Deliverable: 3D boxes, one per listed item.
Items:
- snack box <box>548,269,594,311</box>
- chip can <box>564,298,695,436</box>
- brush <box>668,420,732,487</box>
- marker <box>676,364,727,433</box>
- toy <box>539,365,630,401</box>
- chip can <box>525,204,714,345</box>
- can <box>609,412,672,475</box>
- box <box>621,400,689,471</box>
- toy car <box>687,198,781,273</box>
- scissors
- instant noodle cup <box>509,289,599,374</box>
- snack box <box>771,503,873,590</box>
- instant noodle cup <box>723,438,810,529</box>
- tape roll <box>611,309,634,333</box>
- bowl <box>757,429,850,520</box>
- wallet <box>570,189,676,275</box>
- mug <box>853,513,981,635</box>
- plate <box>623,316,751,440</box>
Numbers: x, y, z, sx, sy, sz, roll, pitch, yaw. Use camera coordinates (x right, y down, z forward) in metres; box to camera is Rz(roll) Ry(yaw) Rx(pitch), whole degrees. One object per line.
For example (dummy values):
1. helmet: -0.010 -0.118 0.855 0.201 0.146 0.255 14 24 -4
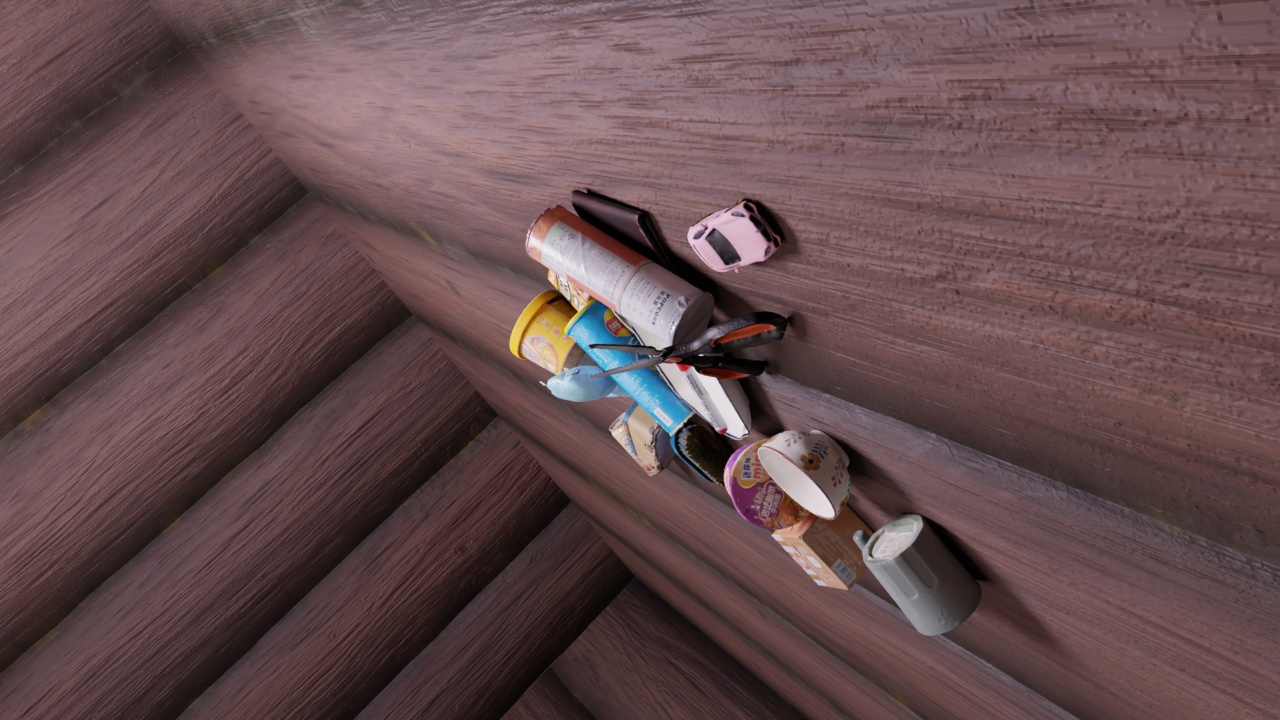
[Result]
1. snack box: -0.090 -0.116 1.254 0.075 0.026 0.154 46 165 3
2. chip can: -0.008 0.007 1.270 0.210 0.071 0.071 44 165 3
3. brush: 0.087 0.134 1.347 0.074 0.055 0.144 17 160 48
4. marker: 0.072 0.038 1.099 0.017 0.017 0.145 28 158 49
5. toy: -0.066 0.035 1.336 0.161 0.156 0.049 91 171 -77
6. chip can: -0.026 -0.092 0.994 0.215 0.071 0.071 33 162 24
7. can: 0.002 0.147 1.637 0.116 0.058 0.058 48 165 -10
8. box: 0.027 0.102 1.388 0.062 0.089 0.184 34 161 17
9. toy car: 0.077 -0.105 0.807 0.056 0.037 0.122 47 164 -12
10. scissors: 0.054 -0.005 0.929 0.233 0.021 0.222 10 156 -41
11. instant noodle cup: -0.118 -0.030 1.402 0.114 0.118 0.118 32 162 16
12. snack box: 0.239 0.230 1.170 0.093 0.077 0.094 46 165 -2
13. instant noodle cup: 0.155 0.150 1.147 0.111 0.111 0.099 47 173 -4
14. tape roll: -0.012 -0.062 1.208 0.086 0.013 0.086 42 165 14
15. bowl: 0.194 0.119 1.029 0.113 0.062 0.113 44 165 15
16. wallet: -0.019 -0.140 1.013 0.122 0.020 0.096 29 163 45
17. mug: 0.295 0.231 1.006 0.103 0.083 0.124 50 162 -8
18. plate: 0.059 -0.006 1.122 0.162 0.034 0.266 27 157 52
